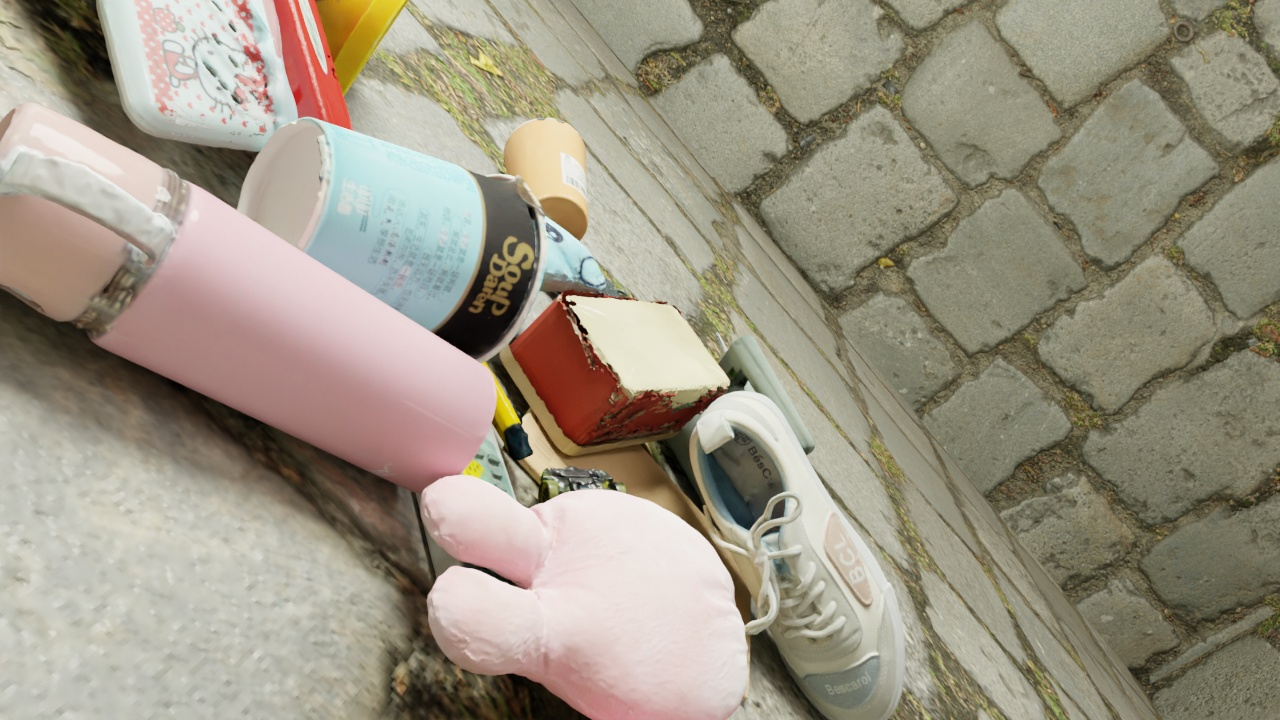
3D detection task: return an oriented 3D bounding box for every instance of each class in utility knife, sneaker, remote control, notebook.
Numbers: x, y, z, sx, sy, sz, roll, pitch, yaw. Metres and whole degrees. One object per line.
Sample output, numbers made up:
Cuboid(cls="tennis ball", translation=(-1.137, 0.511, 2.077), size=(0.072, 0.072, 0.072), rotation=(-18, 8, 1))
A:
Cuboid(cls="utility knife", translation=(-0.097, -0.004, 0.521), size=(0.153, 0.015, 0.033), rotation=(56, -19, 26))
Cuboid(cls="sneaker", translation=(0.102, 0.135, 0.600), size=(0.242, 0.090, 0.090), rotation=(64, 18, 3))
Cuboid(cls="remote control", translation=(-0.081, 0.065, 0.433), size=(0.056, 0.019, 0.135), rotation=(33, 24, -46))
Cuboid(cls="notebook", translation=(0.003, 0.101, 0.597), size=(0.211, 0.012, 0.149), rotation=(49, 17, -8))

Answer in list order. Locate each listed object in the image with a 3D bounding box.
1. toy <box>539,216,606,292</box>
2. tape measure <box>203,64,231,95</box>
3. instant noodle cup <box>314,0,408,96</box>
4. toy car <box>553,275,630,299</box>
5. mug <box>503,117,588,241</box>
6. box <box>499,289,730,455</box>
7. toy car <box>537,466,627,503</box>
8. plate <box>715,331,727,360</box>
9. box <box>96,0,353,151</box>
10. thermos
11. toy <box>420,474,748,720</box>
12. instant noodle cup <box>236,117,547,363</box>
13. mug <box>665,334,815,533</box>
Cuboid(cls="toy", translation=(-0.099, -0.088, 0.610), size=(0.161, 0.050, 0.156), rotation=(20, 21, -13))
Cuboid(cls="tape measure", translation=(-0.244, -0.164, 0.480), size=(0.060, 0.029, 0.057), rotation=(47, 17, -11))
Cuboid(cls="instant noodle cup", translation=(-0.218, -0.258, 0.616), size=(0.114, 0.119, 0.118), rotation=(35, 21, -23))
Cuboid(cls="toy car", translation=(-0.050, -0.065, 0.766), size=(0.120, 0.037, 0.054), rotation=(40, 17, -13))
Cuboid(cls="mug", translation=(-0.081, -0.155, 0.827), size=(0.078, 0.078, 0.122), rotation=(39, 24, -36))
Cuboid(cls="box", translation=(-0.004, 0.003, 0.613), size=(0.091, 0.078, 0.168), rotation=(55, 22, 16))
Cuboid(cls="toy car", translation=(-0.023, 0.096, 0.478), size=(0.048, 0.032, 0.105), rotation=(5, 32, -30))
Cuboid(cls="plate", translation=(0.118, 0.064, 0.906), size=(0.163, 0.034, 0.164), rotation=(51, 7, -48))
Cuboid(cls="box", translation=(-0.209, -0.192, 0.471), size=(0.159, 0.065, 0.201), rotation=(12, 59, -72))
Cuboid(cls="thermos", translation=(-0.139, -0.015, 0.341), size=(0.198, 0.087, 0.067), rotation=(39, 65, -41))
Cuboid(cls="toy", translation=(-0.021, 0.098, 0.388), size=(0.159, 0.054, 0.121), rotation=(23, 31, -30))
Cuboid(cls="instant noodle cup", translation=(-0.126, -0.063, 0.455), size=(0.120, 0.111, 0.111), rotation=(19, 34, -48))
Cuboid(cls="mug", translation=(0.078, 0.059, 0.703), size=(0.083, 0.124, 0.103), rotation=(-8, 56, -32))
